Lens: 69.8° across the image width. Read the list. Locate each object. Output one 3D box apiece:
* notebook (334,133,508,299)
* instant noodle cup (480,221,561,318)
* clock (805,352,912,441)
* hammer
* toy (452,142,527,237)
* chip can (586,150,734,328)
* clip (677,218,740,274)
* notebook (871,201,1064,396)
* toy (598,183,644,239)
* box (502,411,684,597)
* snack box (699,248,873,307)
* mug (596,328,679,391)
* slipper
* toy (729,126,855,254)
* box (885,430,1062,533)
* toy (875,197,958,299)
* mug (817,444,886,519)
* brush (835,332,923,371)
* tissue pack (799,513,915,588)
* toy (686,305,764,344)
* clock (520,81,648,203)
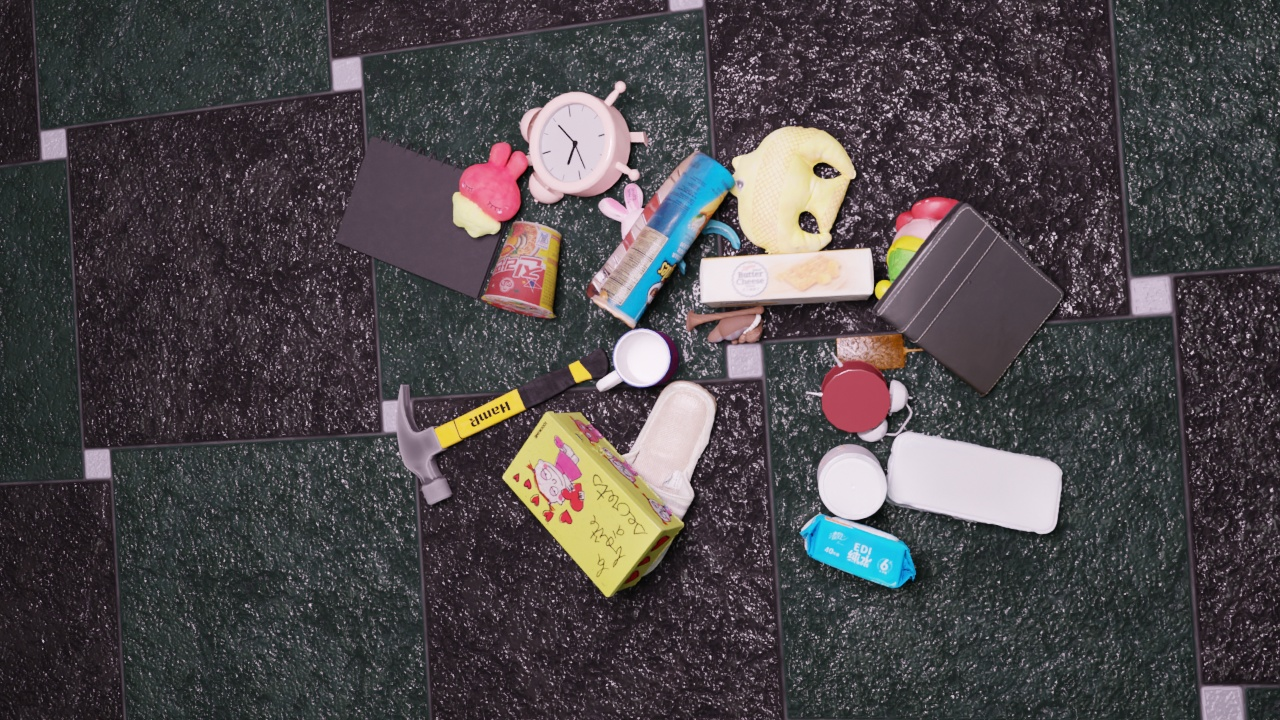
[{"bbox_3d":[-0.301,-0.206,1.292,0.231,0.019,0.169,22,95,10],"label":"notebook"},{"bbox_3d":[-0.153,-0.123,1.228,0.100,0.100,0.112,12,85,11],"label":"instant noodle cup"},{"bbox_3d":[0.279,0.050,1.155,0.124,0.044,0.087,29,110,0],"label":"clock"},{"bbox_3d":[-0.191,0.061,1.266,0.325,0.034,0.170,-25,84,9],"label":"hammer"},{"bbox_3d":[-0.202,-0.229,1.236,0.091,0.045,0.135,40,105,6],"label":"toy"},{"bbox_3d":[0.024,-0.154,1.158,0.080,0.080,0.229,35,90,9],"label":"chip can"},{"bbox_3d":[0.068,-0.162,1.205,0.120,0.033,0.118,29,80,6],"label":"clip"},{"bbox_3d":[0.396,-0.072,1.094,0.209,0.029,0.169,32,98,-29],"label":"notebook"},{"bbox_3d":[-0.003,-0.183,1.219,0.063,0.047,0.110,-38,80,0],"label":"toy"},{"bbox_3d":[-0.062,0.179,1.177,0.221,0.079,0.125,47,111,25],"label":"box"},{"bbox_3d":[0.183,-0.102,1.152,0.208,0.104,0.057,-2,89,11],"label":"snack box"},{"bbox_3d":[-0.007,0.007,1.204,0.112,0.076,0.075,-33,84,9],"label":"mug"},{"bbox_3d":[0.021,0.157,1.213,0.114,0.054,0.272,22,94,15],"label":"slipper"},{"bbox_3d":[0.186,-0.217,1.173,0.155,0.064,0.170,19,95,5],"label":"toy"},{"bbox_3d":[0.411,0.153,1.136,0.214,0.063,0.118,12,90,12],"label":"box"},{"bbox_3d":[0.326,-0.125,1.118,0.096,0.124,0.131,12,76,-17],"label":"toy"},{"bbox_3d":[0.261,0.149,1.136,0.082,0.105,0.082,0,90,11],"label":"mug"},{"bbox_3d":[0.315,-0.011,1.170,0.126,0.017,0.048,-3,89,11],"label":"brush"},{"bbox_3d":[0.271,0.234,1.142,0.144,0.093,0.061,20,86,10],"label":"tissue pack"},{"bbox_3d":[0.116,-0.045,1.197,0.102,0.041,0.055,-8,127,20],"label":"toy"},{"bbox_3d":[-0.079,-0.285,1.226,0.161,0.086,0.131,-10,88,20],"label":"clock"}]
